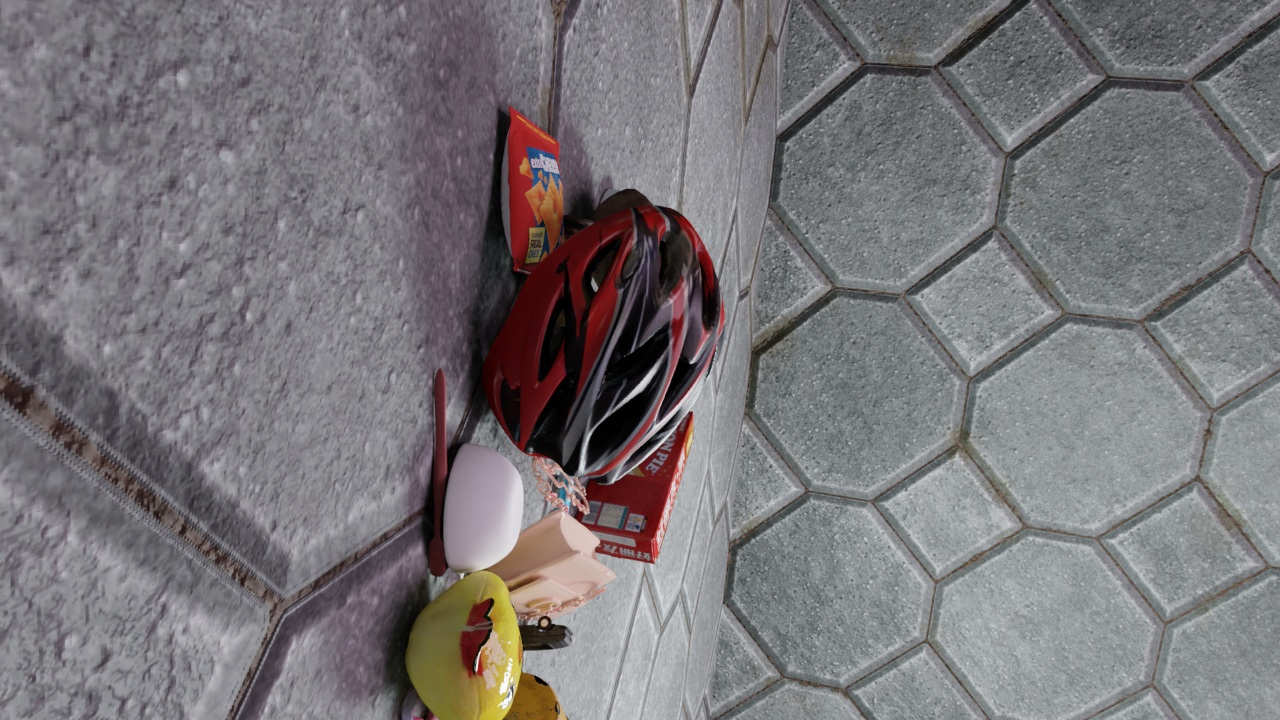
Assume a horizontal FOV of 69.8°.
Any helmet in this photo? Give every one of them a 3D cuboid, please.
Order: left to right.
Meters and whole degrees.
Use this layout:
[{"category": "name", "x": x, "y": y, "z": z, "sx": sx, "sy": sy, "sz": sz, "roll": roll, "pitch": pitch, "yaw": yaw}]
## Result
[{"category": "helmet", "x": -0.021, "y": -0.014, "z": 0.868, "sx": 0.217, "sy": 0.167, "sz": 0.272, "roll": 21, "pitch": 103, "yaw": -54}]

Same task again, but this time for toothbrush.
[{"category": "toothbrush", "x": -0.168, "y": 0.095, "z": 0.773, "sx": 0.015, "sy": 0.015, "sz": 0.184, "roll": -48, "pitch": 143, "yaw": -72}]

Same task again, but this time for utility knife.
[{"category": "utility knife", "x": -0.099, "y": 0.202, "z": 1.089, "sx": 0.022, "sy": 0.015, "sz": 0.148, "roll": 18, "pitch": 80, "yaw": -44}]

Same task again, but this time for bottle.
[{"category": "bottle", "x": -0.077, "y": -0.092, "z": 0.954, "sx": 0.056, "sy": 0.056, "sz": 0.105, "roll": 49, "pitch": 51, "yaw": -73}]

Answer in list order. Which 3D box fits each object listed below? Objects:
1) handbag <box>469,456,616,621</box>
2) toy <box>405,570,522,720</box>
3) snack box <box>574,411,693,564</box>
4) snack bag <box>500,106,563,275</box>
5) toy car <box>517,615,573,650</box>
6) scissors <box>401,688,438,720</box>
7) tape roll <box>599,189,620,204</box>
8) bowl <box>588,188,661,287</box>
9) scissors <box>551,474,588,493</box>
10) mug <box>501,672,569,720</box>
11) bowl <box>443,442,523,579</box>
[{"category": "handbag", "x": -0.120, "y": 0.179, "z": 0.976, "sx": 0.187, "sy": 0.116, "sz": 0.199, "roll": 63, "pitch": 2, "yaw": 27}, {"category": "toy", "x": -0.146, "y": 0.261, "z": 0.797, "sx": 0.208, "sy": 0.092, "sz": 0.133, "roll": 86, "pitch": 5, "yaw": -56}, {"category": "snack box", "x": -0.004, "y": 0.164, "z": 1.288, "sx": 0.060, "sy": 0.113, "sz": 0.235, "roll": 84, "pitch": 19, "yaw": -44}, {"category": "snack bag", "x": -0.099, "y": -0.148, "z": 0.861, "sx": 0.130, "sy": 0.039, "sz": 0.144, "roll": 4, "pitch": 85, "yaw": -76}, {"category": "toy car", "x": -0.116, "y": 0.281, "z": 0.926, "sx": 0.040, "sy": 0.092, "sz": 0.037, "roll": 75, "pitch": 13, "yaw": -60}, {"category": "scissors", "x": -0.193, "y": 0.358, "z": 0.831, "sx": 0.171, "sy": 0.013, "sz": 0.174, "roll": 81, "pitch": 20, "yaw": -60}, {"category": "tape roll", "x": -0.035, "y": -0.171, "z": 1.168, "sx": 0.093, "sy": 0.018, "sz": 0.094, "roll": 8, "pitch": 89, "yaw": -76}, {"category": "bowl", "x": -0.011, "y": -0.112, "z": 1.062, "sx": 0.162, "sy": 0.070, "sz": 0.162, "roll": 57, "pitch": -14, "yaw": 22}, {"category": "scissors", "x": -0.089, "y": 0.176, "z": 1.155, "sx": 0.159, "sy": 0.014, "sz": 0.120, "roll": 33, "pitch": 65, "yaw": -72}, {"category": "mug", "x": -0.126, "y": 0.393, "z": 0.938, "sx": 0.094, "sy": 0.100, "sz": 0.123, "roll": 80, "pitch": 24, "yaw": -47}, {"category": "bowl", "x": -0.134, "y": 0.132, "z": 0.814, "sx": 0.114, "sy": 0.050, "sz": 0.114, "roll": 6, "pitch": 87, "yaw": -86}]
